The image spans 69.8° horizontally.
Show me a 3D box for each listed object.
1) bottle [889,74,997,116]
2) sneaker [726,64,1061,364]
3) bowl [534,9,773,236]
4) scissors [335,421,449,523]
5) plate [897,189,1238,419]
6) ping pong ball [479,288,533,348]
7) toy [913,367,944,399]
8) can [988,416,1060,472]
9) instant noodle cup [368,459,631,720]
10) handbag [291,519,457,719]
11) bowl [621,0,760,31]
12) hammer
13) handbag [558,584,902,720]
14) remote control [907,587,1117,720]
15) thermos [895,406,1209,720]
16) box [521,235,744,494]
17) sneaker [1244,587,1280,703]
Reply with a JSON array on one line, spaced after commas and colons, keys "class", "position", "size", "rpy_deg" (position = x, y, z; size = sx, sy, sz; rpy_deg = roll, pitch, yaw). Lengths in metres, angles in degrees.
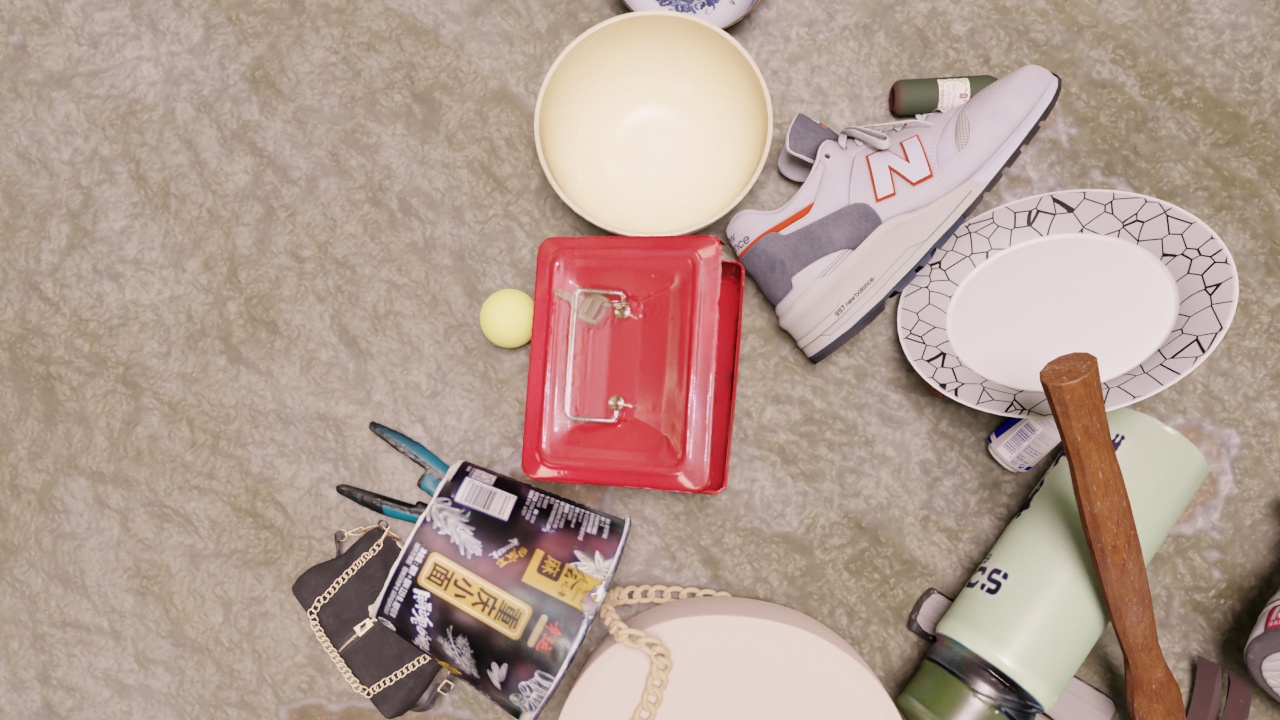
[{"class": "bottle", "position": [0.227, -0.184, 0.633], "size": [0.106, 0.025, 0.025], "rpy_deg": [-2, 82, 2]}, {"class": "sneaker", "position": [0.151, -0.122, 0.597], "size": [0.124, 0.089, 0.240], "rpy_deg": [40, 89, 4]}, {"class": "bowl", "position": [0.009, -0.145, 0.612], "size": [0.151, 0.075, 0.150], "rpy_deg": [0, 82, 2]}, {"class": "scissors", "position": [-0.135, 0.090, 0.616], "size": [0.123, 0.019, 0.148], "rpy_deg": [-25, 84, -2]}, {"class": "plate", "position": [0.257, -0.035, 0.568], "size": [0.189, 0.016, 0.188], "rpy_deg": [-18, 43, 17]}, {"class": "ping pong ball", "position": [-0.088, -0.028, 0.618], "size": [0.040, 0.040, 0.040], "rpy_deg": [0, 82, 2]}, {"class": "toy", "position": [0.237, 0.000, 0.600], "size": [0.102, 0.041, 0.055], "rpy_deg": [-31, 121, 7]}, {"class": "can", "position": [0.263, 0.030, 0.580], "size": [0.032, 0.032, 0.095], "rpy_deg": [40, 117, 7]}, {"class": "instant noodle cup", "position": [-0.085, 0.128, 0.546], "size": [0.112, 0.137, 0.137], "rpy_deg": [29, 84, -2]}, {"class": "handbag", "position": [-0.165, 0.166, 0.597], "size": [0.079, 0.054, 0.128], "rpy_deg": [-39, 80, -14]}, {"class": "bowl", "position": [0.035, -0.270, 0.642], "size": [0.114, 0.045, 0.114], "rpy_deg": [0, 82, 2]}, {"class": "hammer", "position": [0.271, 0.136, 0.505], "size": [0.115, 0.033, 0.323], "rpy_deg": [-33, 114, -17]}, {"class": "handbag", "position": [0.052, 0.251, 0.546], "size": [0.211, 0.103, 0.208], "rpy_deg": [4, 87, 4]}, {"class": "remote control", "position": [0.237, 0.195, 0.589], "size": [0.136, 0.013, 0.033], "rpy_deg": [32, 83, 5]}, {"class": "thermos", "position": [0.247, 0.140, 0.555], "size": [0.082, 0.082, 0.231], "rpy_deg": [38, 79, 6]}, {"class": "box", "position": [-0.001, 0.005, 0.592], "size": [0.134, 0.110, 0.157], "rpy_deg": [5, 86, 14]}, {"class": "sneaker", "position": [0.482, 0.188, 0.550], "size": [0.263, 0.097, 0.128], "rpy_deg": [33, 59, -5]}]
